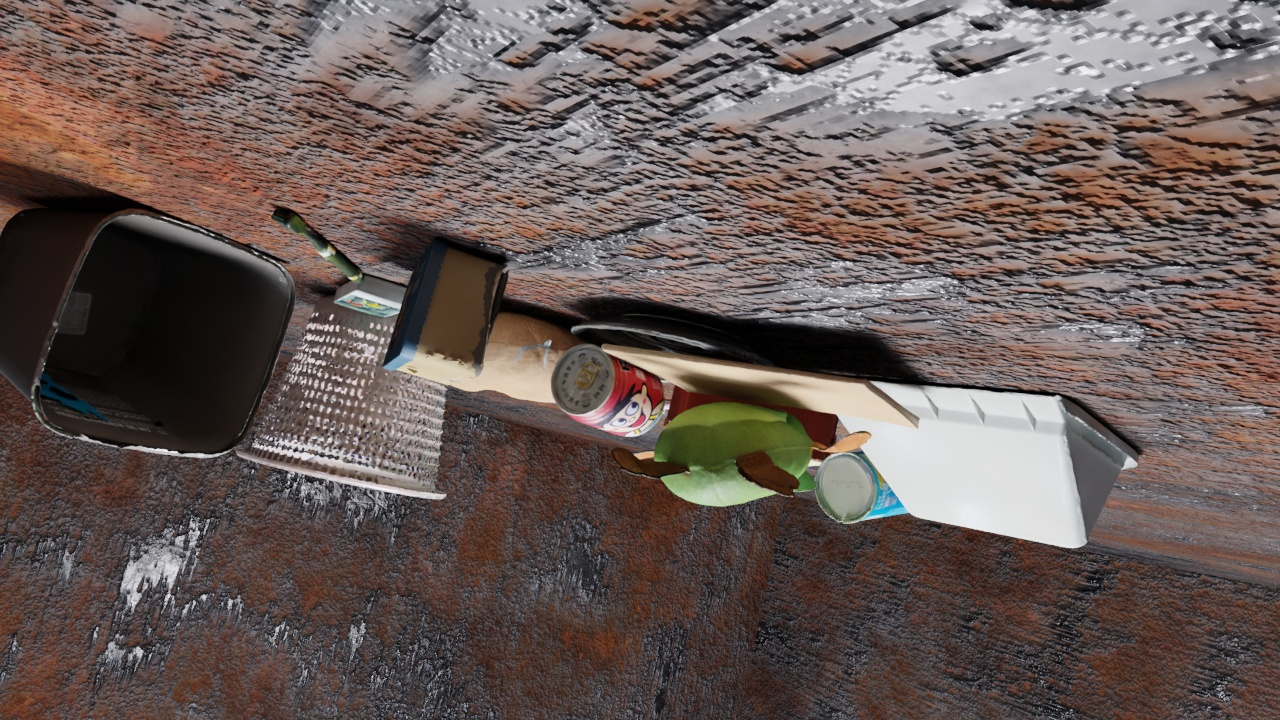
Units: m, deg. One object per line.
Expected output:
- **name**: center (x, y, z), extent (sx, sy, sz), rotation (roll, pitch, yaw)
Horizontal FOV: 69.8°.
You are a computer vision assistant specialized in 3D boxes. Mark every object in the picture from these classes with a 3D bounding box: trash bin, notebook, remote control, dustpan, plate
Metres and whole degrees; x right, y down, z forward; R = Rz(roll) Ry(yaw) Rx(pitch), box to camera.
- **trash bin**: center (-0.306, 0.038, 1.022), extent (0.227, 0.192, 0.227), rotation (13, 172, 2)
- **notebook**: center (0.094, 0.018, 0.715), extent (0.212, 0.012, 0.149), rotation (8, 171, 32)
- **remote control**: center (-0.258, -0.061, 0.889), extent (0.056, 0.019, 0.135), rotation (18, 171, -26)
- **dustpan**: center (0.313, 0.059, 0.815), extent (0.223, 0.142, 0.258), rotation (5, 139, 45)
- **plate**: center (0.034, -0.012, 0.743), extent (0.179, 0.024, 0.179), rotation (14, 173, 2)
- **trash bin**: center (-0.482, -0.037, 0.849), extent (0.220, 0.198, 0.199), rotation (15, 174, 34)

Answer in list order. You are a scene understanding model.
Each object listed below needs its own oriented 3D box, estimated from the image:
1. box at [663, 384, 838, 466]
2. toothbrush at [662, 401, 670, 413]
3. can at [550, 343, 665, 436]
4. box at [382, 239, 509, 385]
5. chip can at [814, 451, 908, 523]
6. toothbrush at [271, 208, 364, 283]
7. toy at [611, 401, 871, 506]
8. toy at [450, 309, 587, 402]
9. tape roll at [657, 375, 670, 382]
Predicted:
- **box**: center (0.112, 0.067, 0.950), extent (0.168, 0.080, 0.091), rotation (15, 171, -6)
- **toothbrush**: center (0.058, 0.062, 1.216), extent (0.020, 0.029, 0.190), rotation (57, 160, -8)
- **can**: center (-0.027, 0.026, 0.779), extent (0.067, 0.066, 0.093), rotation (9, 171, 29)
- **box**: center (-0.147, -0.030, 0.683), extent (0.061, 0.089, 0.184), rotation (17, 169, -16)
- **chip can**: center (0.270, 0.125, 0.953), extent (0.209, 0.071, 0.071), rotation (3, -179, -44)
- **toothbrush**: center (-0.251, -0.087, 0.727), extent (0.017, 0.012, 0.186), rotation (19, 172, 1)
- **toy**: center (0.083, 0.079, 0.792), extent (0.227, 0.090, 0.246), rotation (-3, 178, 21)
- **toy**: center (-0.093, -0.002, 0.845), extent (0.226, 0.082, 0.143), rotation (11, 176, -6)
- **tape roll**: center (-0.006, 0.006, 0.949), extent (0.086, 0.014, 0.086), rotation (13, 172, 2)
